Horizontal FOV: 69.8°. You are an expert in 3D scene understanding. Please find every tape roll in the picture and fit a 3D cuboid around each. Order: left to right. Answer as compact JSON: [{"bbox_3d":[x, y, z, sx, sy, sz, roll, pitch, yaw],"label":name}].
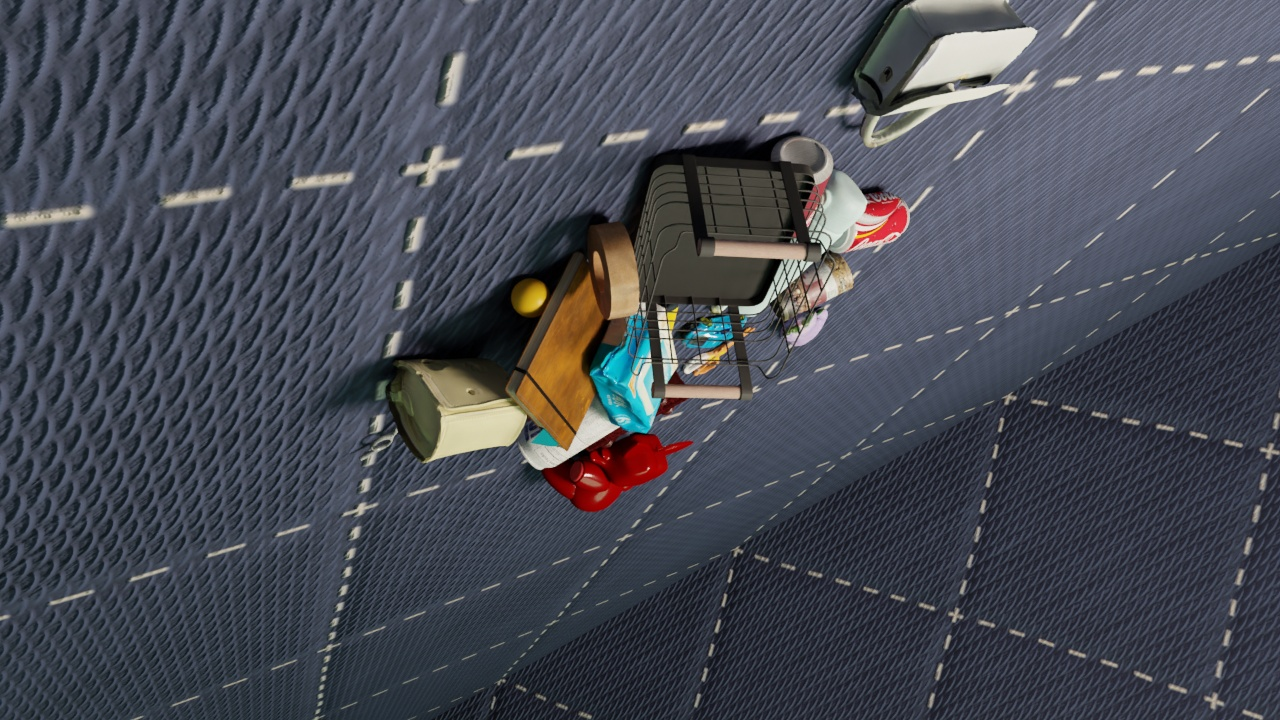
[{"bbox_3d":[-0.028,-0.088,0.901,0.027,0.094,0.094,-11,155,-13],"label":"tape roll"}]

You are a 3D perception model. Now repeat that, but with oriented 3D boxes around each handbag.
[{"bbox_3d":[-0.200,0.044,0.982,0.119,0.111,0.081,-7,136,-47],"label":"handbag"},{"bbox_3d":[0.279,-0.264,0.893,0.151,0.074,0.176,-14,156,-30],"label":"handbag"}]

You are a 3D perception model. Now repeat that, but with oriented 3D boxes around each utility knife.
[{"bbox_3d":[0.027,-0.033,1.202,0.030,0.017,0.176,-17,157,-12],"label":"utility knife"}]

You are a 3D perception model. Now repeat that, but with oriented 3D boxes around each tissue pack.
[{"bbox_3d":[-0.007,0.007,1.126,0.116,0.066,0.209,-64,163,-18],"label":"tissue pack"}]

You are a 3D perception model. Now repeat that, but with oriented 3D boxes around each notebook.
[{"bbox_3d":[-0.080,0.009,1.028,0.178,0.014,0.249,-65,164,-14],"label":"notebook"}]

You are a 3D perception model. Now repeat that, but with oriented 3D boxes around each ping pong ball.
[{"bbox_3d":[-0.112,-0.064,0.935,0.040,0.040,0.040,-23,158,-10],"label":"ping pong ball"}]

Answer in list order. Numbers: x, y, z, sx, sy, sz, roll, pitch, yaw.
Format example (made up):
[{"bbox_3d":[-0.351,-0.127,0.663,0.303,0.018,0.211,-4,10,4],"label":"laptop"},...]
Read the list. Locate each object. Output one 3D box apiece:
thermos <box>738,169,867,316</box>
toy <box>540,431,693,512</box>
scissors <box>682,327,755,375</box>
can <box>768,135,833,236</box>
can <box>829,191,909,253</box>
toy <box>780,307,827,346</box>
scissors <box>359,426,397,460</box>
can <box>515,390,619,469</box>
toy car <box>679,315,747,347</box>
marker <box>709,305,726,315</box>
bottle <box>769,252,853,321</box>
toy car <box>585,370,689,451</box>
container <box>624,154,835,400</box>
[{"bbox_3d":[0.177,-0.136,1.076,0.077,0.065,0.207,-4,149,-42],"label":"thermos"},{"bbox_3d":[-0.039,0.156,1.418,0.198,0.120,0.158,-28,159,30],"label":"toy"},{"bbox_3d":[0.115,-0.016,1.353,0.132,0.012,0.073,-40,156,32],"label":"scissors"},{"bbox_3d":[0.157,-0.178,0.960,0.063,0.063,0.114,-22,158,-15],"label":"can"},{"bbox_3d":[0.271,-0.169,1.114,0.104,0.064,0.064,-14,155,-30],"label":"can"},{"bbox_3d":[0.250,-0.054,1.393,0.080,0.036,0.099,-41,162,7],"label":"toy"},{"bbox_3d":[-0.274,0.069,1.080,0.172,0.014,0.141,-35,160,8],"label":"scissors"},{"bbox_3d":[-0.096,0.086,1.244,0.136,0.078,0.078,-32,158,12],"label":"can"},{"bbox_3d":[0.104,-0.040,1.257,0.105,0.032,0.048,-14,155,-34],"label":"toy car"},{"bbox_3d":[0.139,-0.106,1.169,0.017,0.017,0.147,-2,148,-48],"label":"marker"},{"bbox_3d":[0.226,-0.099,1.232,0.105,0.056,0.056,-26,159,-5],"label":"bottle"},{"bbox_3d":[-0.016,0.064,1.311,0.170,0.062,0.070,-29,159,3],"label":"toy car"},{"bbox_3d":[0.079,-0.078,0.908,0.162,0.130,0.242,2,145,-10],"label":"container"}]
